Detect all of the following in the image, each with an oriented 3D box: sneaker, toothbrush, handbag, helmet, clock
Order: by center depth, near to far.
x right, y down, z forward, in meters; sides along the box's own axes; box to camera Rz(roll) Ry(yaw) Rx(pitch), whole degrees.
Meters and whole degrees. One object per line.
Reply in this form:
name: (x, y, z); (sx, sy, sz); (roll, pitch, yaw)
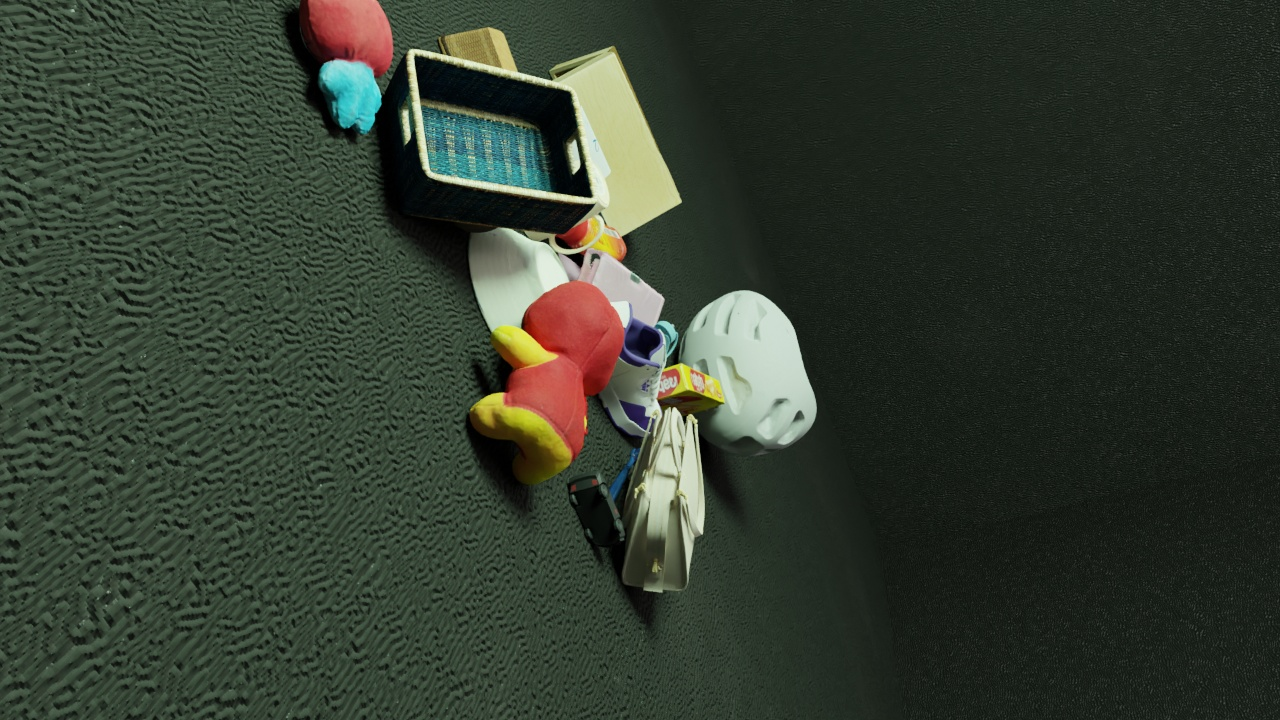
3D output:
handbag: (0.030, 0.143, 1.107); (0.194, 0.101, 0.198); (-76, 171, -60)
toothbrush: (-0.020, 0.150, 1.172); (0.016, 0.017, 0.189); (67, 17, -10)
sneaker: (-0.007, 0.007, 1.195); (0.244, 0.111, 0.091); (54, 24, -45)
clock: (0.019, -0.014, 1.336); (0.042, 0.087, 0.123); (36, 26, 26)
helmet: (0.168, 0.020, 1.553); (0.183, 0.225, 0.282); (11, 68, -45)

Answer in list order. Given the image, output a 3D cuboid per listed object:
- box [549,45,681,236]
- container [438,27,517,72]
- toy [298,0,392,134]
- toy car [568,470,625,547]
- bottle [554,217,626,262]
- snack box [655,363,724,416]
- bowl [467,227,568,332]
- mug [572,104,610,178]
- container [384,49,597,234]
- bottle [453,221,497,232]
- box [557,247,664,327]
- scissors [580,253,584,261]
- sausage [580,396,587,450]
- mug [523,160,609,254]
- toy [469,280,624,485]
box: (-0.044, -0.339, 1.410); (0.179, 0.142, 0.249); (-91, 157, -61)
container: (-0.181, -0.335, 1.081); (0.063, 0.061, 0.114); (-43, 114, -71)
toy: (-0.254, -0.265, 0.797); (0.092, 0.062, 0.133); (-4, 94, -60)
toy car: (-0.047, 0.166, 1.028); (0.092, 0.042, 0.036); (68, 20, -13)
bottle: (-0.074, -0.172, 1.253); (0.134, 0.048, 0.071); (24, 37, -59)
snack box: (0.056, 0.049, 1.383); (0.200, 0.092, 0.042); (23, 51, -68)
bowl: (-0.121, -0.081, 1.022); (0.176, 0.058, 0.176); (-18, 90, -73)
mug: (-0.104, -0.292, 1.273); (0.096, 0.083, 0.119); (64, -9, -24)
container: (-0.147, -0.208, 0.901); (0.187, 0.071, 0.145); (2, 66, -35)
bottle: (-0.174, -0.193, 0.963); (0.060, 0.060, 0.108); (34, 41, -64)
box: (-0.050, -0.085, 1.289); (0.232, 0.080, 0.099); (26, 83, -66)
scissors: (-0.067, -0.172, 1.358); (0.130, 0.018, 0.109); (-88, 157, -45)
sausage: (-0.081, 0.037, 1.057); (0.040, 0.040, 0.155); (54, 24, -45)
mug: (-0.091, -0.189, 1.143); (0.111, 0.104, 0.085); (68, 18, -11)
toy: (-0.082, 0.011, 0.922); (0.147, 0.099, 0.215); (64, 37, -43)
